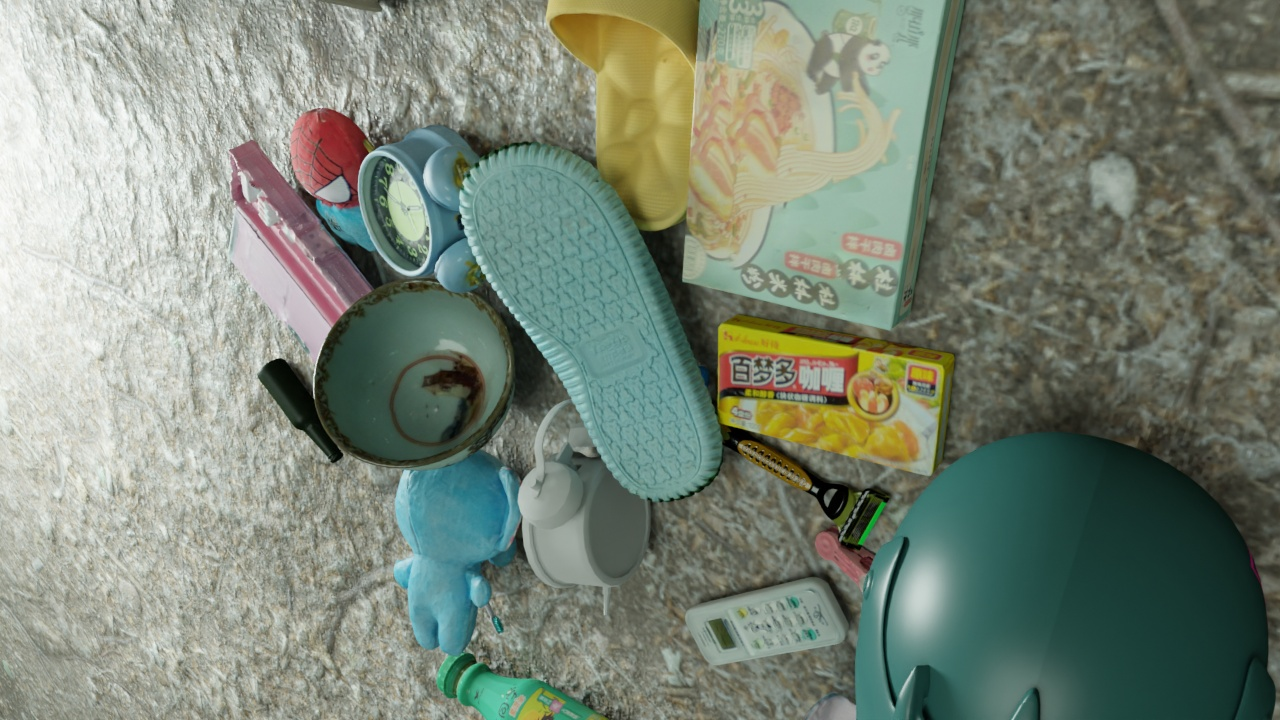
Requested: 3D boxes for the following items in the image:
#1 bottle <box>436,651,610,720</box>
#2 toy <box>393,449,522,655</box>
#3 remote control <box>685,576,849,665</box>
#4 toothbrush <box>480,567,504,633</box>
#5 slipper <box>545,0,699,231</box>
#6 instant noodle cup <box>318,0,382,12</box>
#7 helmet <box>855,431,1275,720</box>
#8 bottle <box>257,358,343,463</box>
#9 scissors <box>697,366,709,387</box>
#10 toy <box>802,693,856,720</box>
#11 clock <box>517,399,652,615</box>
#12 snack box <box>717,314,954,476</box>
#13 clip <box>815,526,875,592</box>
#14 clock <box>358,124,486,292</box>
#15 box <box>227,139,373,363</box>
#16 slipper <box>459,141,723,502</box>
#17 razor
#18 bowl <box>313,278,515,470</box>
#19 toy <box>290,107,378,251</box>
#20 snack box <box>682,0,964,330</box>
[{"bbox_3d":[-0.102,0.335,0.858,0.210,0.067,0.068,18,118,30],"label":"bottle"},{"bbox_3d":[-0.155,0.162,0.804,0.184,0.114,0.180,-3,85,42],"label":"toy"},{"bbox_3d":[0.093,0.195,0.689,0.134,0.022,0.050,-26,92,40],"label":"remote control"},{"bbox_3d":[-0.173,0.177,0.879,0.019,0.018,0.188,-20,95,41],"label":"toothbrush"},{"bbox_3d":[-0.005,-0.207,0.565,0.100,0.078,0.264,12,117,32],"label":"slipper"},{"bbox_3d":[-0.239,-0.332,0.664,0.136,0.121,0.122,-117,40,-63],"label":"instant noodle cup"},{"bbox_3d":[0.191,0.171,0.450,0.177,0.200,0.275,16,96,28],"label":"helmet"},{"bbox_3d":[-0.348,0.054,0.949,0.123,0.032,0.033,51,129,8],"label":"bottle"},{"bbox_3d":[-0.004,0.004,0.690,0.126,0.013,0.126,-2,102,36],"label":"scissors"},{"bbox_3d":[0.215,0.293,0.595,0.192,0.098,0.224,-41,79,33],"label":"toy"},{"bbox_3d":[-0.045,0.105,0.697,0.061,0.119,0.159,-2,117,31],"label":"clock"},{"bbox_3d":[0.121,0.020,0.596,0.152,0.025,0.075,13,115,32],"label":"snack box"},{"bbox_3d":[0.151,0.135,0.628,0.059,0.045,0.023,-123,43,-50],"label":"clip"},{"bbox_3d":[-0.157,-0.117,0.711,0.162,0.059,0.118,20,124,40],"label":"clock"},{"bbox_3d":[-0.315,-0.072,0.874,0.232,0.039,0.180,50,145,8],"label":"box"},{"bbox_3d":[-0.025,-0.027,0.646,0.116,0.069,0.276,-24,100,22],"label":"slipper"},{"bbox_3d":[0.099,0.075,0.638,0.144,0.021,0.044,31,106,22],"label":"razor"},{"bbox_3d":[-0.173,0.023,0.755,0.160,0.159,0.094,39,167,17],"label":"bowl"},{"bbox_3d":[-0.257,-0.153,0.783,0.092,0.062,0.133,31,139,40],"label":"toy"},{"bbox_3d":[0.100,-0.127,0.541,0.142,0.044,0.194,16,116,29],"label":"snack box"}]
